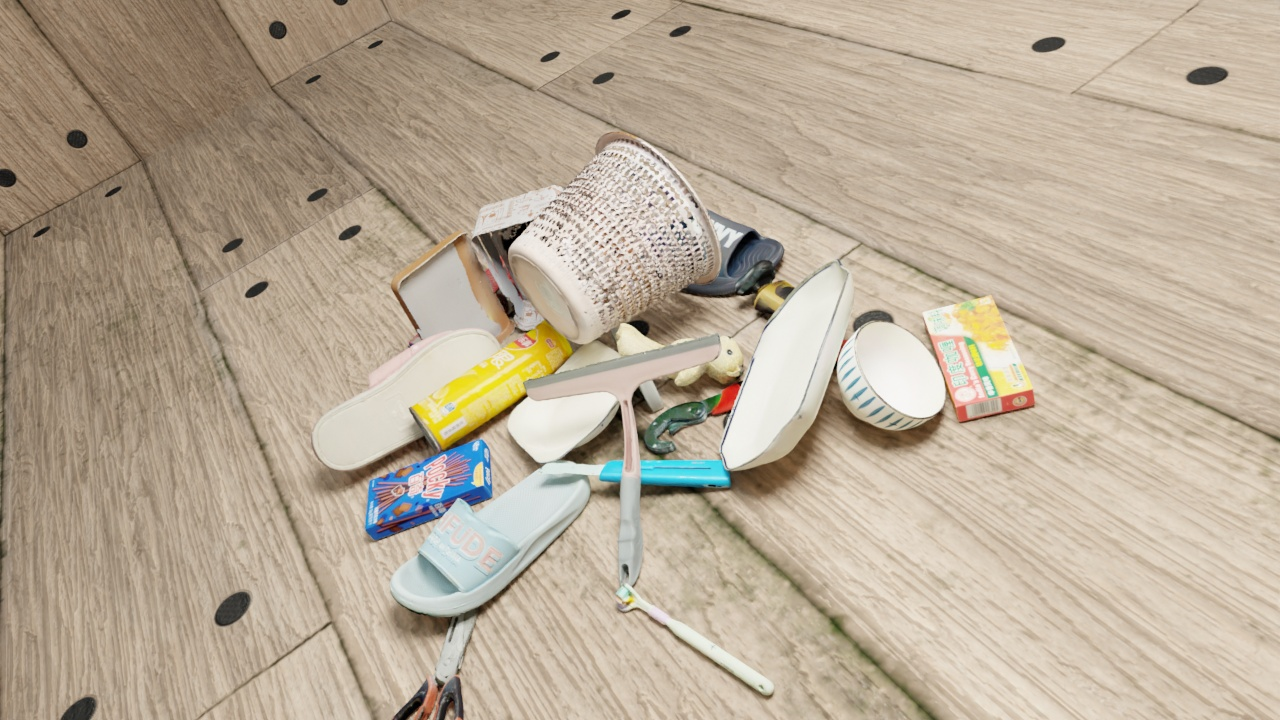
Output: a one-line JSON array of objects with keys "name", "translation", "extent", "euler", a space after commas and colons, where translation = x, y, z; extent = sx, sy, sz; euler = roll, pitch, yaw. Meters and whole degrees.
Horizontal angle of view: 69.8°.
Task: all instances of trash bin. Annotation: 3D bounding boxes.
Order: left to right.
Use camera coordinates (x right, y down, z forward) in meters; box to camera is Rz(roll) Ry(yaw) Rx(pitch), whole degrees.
[{"name": "trash bin", "translation": [-0.045, -0.133, 1.125], "extent": [0.191, 0.228, 0.227], "euler": [-41, 41, -18]}]

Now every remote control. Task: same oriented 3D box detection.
[{"name": "remote control", "translation": [-0.007, 0.007, 1.134], "extent": [0.019, 0.056, 0.135], "euler": [-27, 39, -2]}]

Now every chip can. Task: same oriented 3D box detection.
[{"name": "chip can", "translation": [-0.187, 0.032, 1.178], "extent": [0.213, 0.072, 0.072], "euler": [-35, 40, -18]}]

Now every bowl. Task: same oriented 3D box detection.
[{"name": "bowl", "translation": [0.251, 0.024, 0.956], "extent": [0.066, 0.116, 0.116], "euler": [-49, 14, 48]}]

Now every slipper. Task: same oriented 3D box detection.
[{"name": "slipper", "translation": [-0.302, 0.050, 1.203], "extent": [0.274, 0.114, 0.054], "euler": [-34, 12, -16]}, {"name": "slipper", "translation": [-0.160, 0.183, 0.994], "extent": [0.244, 0.074, 0.104], "euler": [-36, 40, -22]}, {"name": "slipper", "translation": [0.064, -0.157, 1.264], "extent": [0.269, 0.083, 0.110], "euler": [9, 51, 37]}]

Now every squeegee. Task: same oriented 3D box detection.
[{"name": "squeegee", "translation": [-0.014, 0.118, 0.975], "extent": [0.248, 0.040, 0.249], "euler": [-13, 67, 25]}]

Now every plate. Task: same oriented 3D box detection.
[{"name": "plate", "translation": [-0.077, 0.056, 1.112], "extent": [0.164, 0.034, 0.164], "euler": [-44, 31, -7]}, {"name": "plate", "translation": [0.165, 0.008, 0.989], "extent": [0.162, 0.034, 0.265], "euler": [-38, 24, 57]}]

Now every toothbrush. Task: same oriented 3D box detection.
[{"name": "toothbrush", "translation": [0.047, 0.259, 0.851], "extent": [0.190, 0.029, 0.020], "euler": [22, 17, 40]}]

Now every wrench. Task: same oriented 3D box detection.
[{"name": "wrench", "translation": [0.129, 0.036, 1.062], "extent": [0.273, 0.016, 0.056], "euler": [-25, 42, 0]}]

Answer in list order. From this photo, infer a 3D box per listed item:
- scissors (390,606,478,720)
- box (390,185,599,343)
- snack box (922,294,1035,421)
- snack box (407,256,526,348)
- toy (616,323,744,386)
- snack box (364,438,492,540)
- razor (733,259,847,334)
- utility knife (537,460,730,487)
[{"name": "scissors", "translation": [-0.207, 0.320, 0.914], "extent": [0.196, 0.015, 0.205], "euler": [-38, 34, -12]}, {"name": "box", "translation": [-0.193, -0.110, 1.266], "extent": [0.273, 0.179, 0.125], "euler": [-29, 38, -7]}, {"name": "snack box", "translation": [0.358, -0.005, 0.980], "extent": [0.077, 0.027, 0.155], "euler": [-15, 40, 13]}, {"name": "snack box", "translation": [-0.243, -0.066, 1.341], "extent": [0.058, 0.057, 0.207], "euler": [19, 55, 38]}, {"name": "toy", "translation": [0.047, -0.010, 1.086], "extent": [0.157, 0.066, 0.105], "euler": [13, 17, 0]}, {"name": "snack box", "translation": [-0.258, 0.156, 1.118], "extent": [0.157, 0.026, 0.084], "euler": [-21, 38, 5]}, {"name": "razor", "translation": [0.185, -0.069, 1.120], "extent": [0.062, 0.068, 0.167], "euler": [-23, 42, -26]}, {"name": "utility knife", "translation": [-0.008, 0.122, 1.005], "extent": [0.216, 0.018, 0.034], "euler": [0, 42, 12]}]
